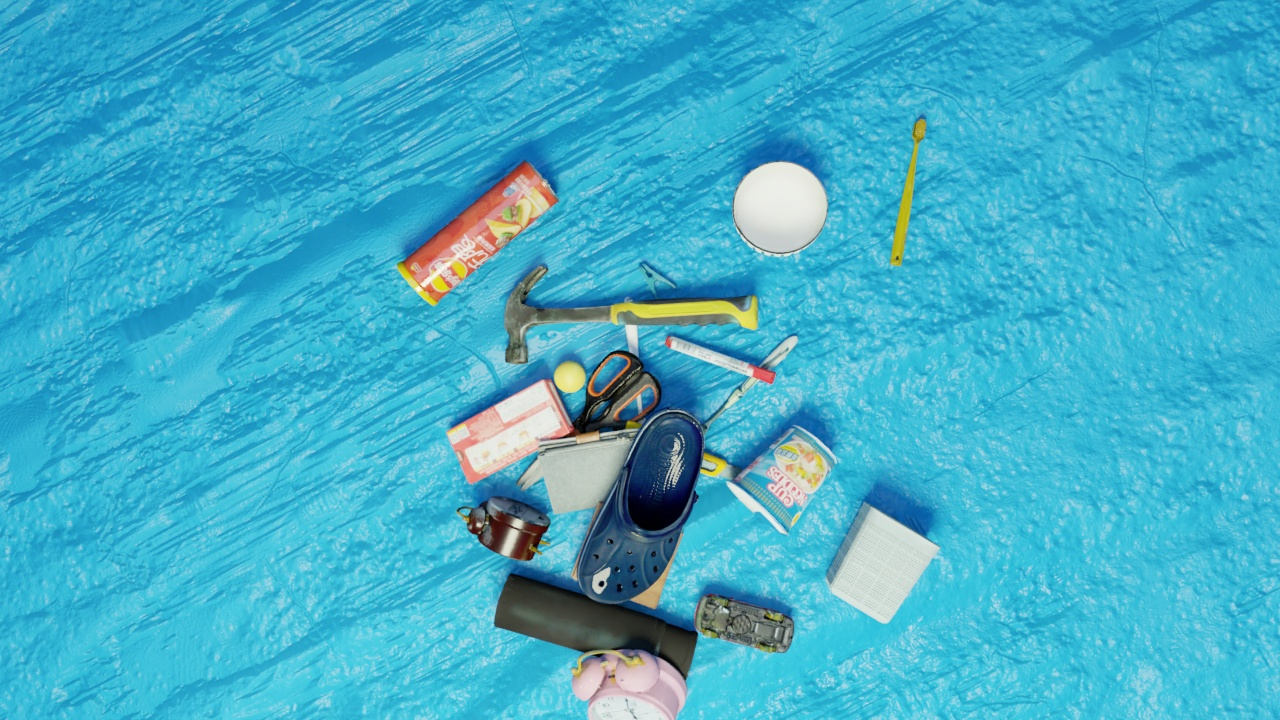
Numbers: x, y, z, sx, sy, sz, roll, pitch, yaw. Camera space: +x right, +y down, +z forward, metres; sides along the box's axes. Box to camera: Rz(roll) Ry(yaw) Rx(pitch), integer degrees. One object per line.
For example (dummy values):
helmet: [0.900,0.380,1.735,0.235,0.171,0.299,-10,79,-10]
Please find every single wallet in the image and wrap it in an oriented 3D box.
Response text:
wallet: [-0.016,0.242,1.138,0.115,0.020,0.101,20,86,-6]
wallet: [-0.055,0.134,1.139,0.130,0.037,0.107,-10,116,4]

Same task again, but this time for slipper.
slipper: [0.011,0.179,1.074,0.105,0.095,0.253,23,94,-8]

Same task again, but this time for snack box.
snack box: [-0.165,0.090,1.158,0.153,0.025,0.075,-28,84,13]

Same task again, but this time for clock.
clock: [-0.169,0.203,1.134,0.122,0.082,0.055,22,93,4]
clock: [-0.015,0.386,1.073,0.117,0.059,0.158,-16,119,26]

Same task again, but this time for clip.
clip: [0.018,-0.103,1.180,0.034,0.013,0.055,-45,82,-1]

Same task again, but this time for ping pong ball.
ping pong ball: [-0.090,0.021,1.164,0.040,0.040,0.040,0,84,5]

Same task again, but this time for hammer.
hammer: [-0.015,-0.062,1.157,0.323,0.032,0.126,-2,83,10]

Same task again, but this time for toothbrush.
toothbrush: [0.339,-0.213,1.159,0.016,0.016,0.190,11,86,7]
toothbrush: [0.129,0.037,1.154,0.191,0.018,0.016,-45,82,0]
toothbrush: [-0.007,0.007,1.170,0.016,0.016,0.180,-6,84,5]

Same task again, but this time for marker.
marker: [0.099,-0.002,1.153,0.145,0.017,0.017,20,86,15]

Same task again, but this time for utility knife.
utility knife: [0.045,0.113,1.142,0.176,0.015,0.033,21,109,-5]

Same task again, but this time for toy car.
toy car: [0.125,0.319,1.114,0.120,0.045,0.053,16,84,1]

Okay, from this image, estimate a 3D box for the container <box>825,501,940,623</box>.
container: [0.281,0.240,1.087,0.090,0.090,0.111,31,90,7]

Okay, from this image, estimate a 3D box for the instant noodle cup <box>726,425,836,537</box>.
instant noodle cup: [0.175,0.139,1.108,0.099,0.099,0.110,41,82,7]

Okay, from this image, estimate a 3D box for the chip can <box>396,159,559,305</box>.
chip can: [-0.207,-0.163,1.177,0.216,0.073,0.073,-39,83,0]

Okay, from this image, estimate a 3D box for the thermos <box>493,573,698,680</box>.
thermos: [-0.056,0.337,1.121,0.242,0.068,0.090,16,108,6]

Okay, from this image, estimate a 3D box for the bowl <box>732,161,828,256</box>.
bowl: [0.172,-0.184,1.147,0.116,0.066,0.116,0,85,4]

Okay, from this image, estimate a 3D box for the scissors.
scissors: [-0.082,0.074,1.161,0.235,0.021,0.139,-22,90,9]
